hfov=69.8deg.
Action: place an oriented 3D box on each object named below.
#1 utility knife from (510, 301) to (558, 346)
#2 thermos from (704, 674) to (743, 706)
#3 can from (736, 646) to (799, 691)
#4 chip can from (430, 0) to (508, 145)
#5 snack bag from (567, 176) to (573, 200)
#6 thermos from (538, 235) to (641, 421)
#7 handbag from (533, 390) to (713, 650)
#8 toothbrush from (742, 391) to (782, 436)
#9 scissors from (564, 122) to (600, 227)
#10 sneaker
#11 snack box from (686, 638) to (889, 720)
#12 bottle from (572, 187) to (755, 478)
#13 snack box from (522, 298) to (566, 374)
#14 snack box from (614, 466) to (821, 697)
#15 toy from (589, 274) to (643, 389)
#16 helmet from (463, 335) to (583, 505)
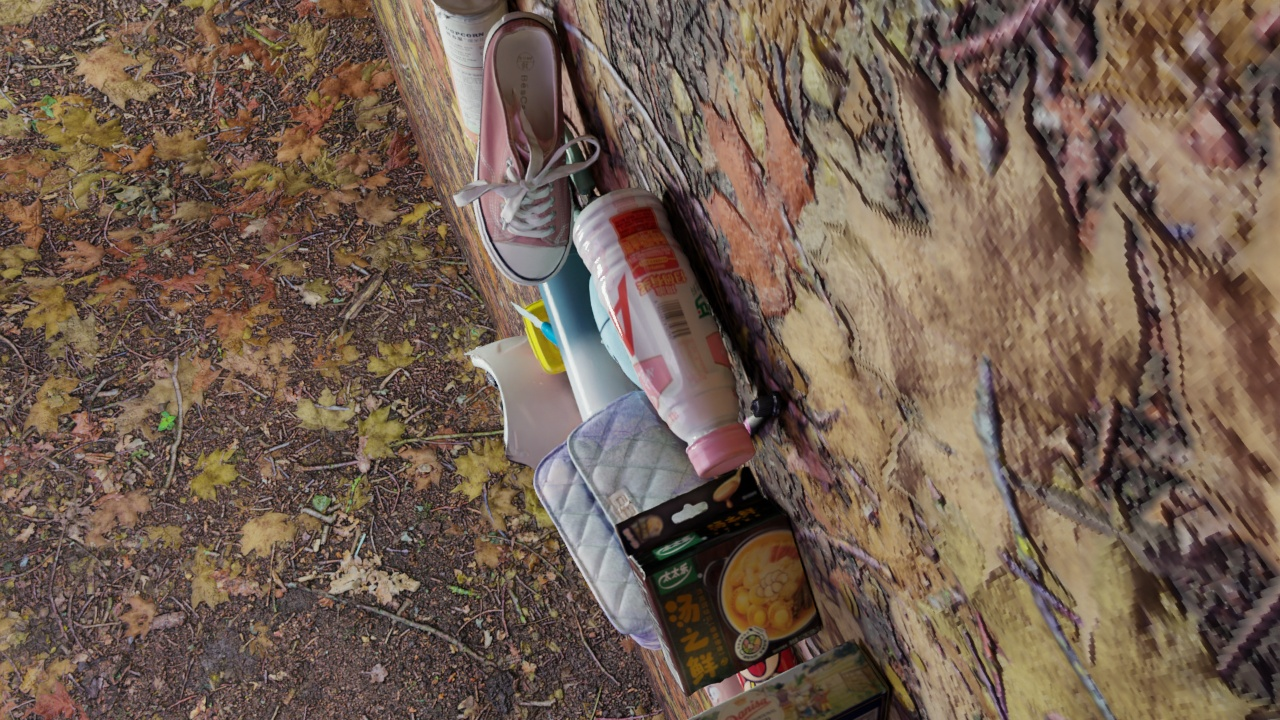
[{"bbox_3d":[-0.080,-0.018,1.046,0.205,0.018,0.034,33,160,30],"label":"utility knife"},{"bbox_3d":[0.073,0.267,0.959,0.087,0.067,0.198,-48,61,49],"label":"thermos"},{"bbox_3d":[0.097,0.236,0.785,0.053,0.053,0.132,158,90,-79],"label":"can"},{"bbox_3d":[-0.160,-0.301,0.926,0.215,0.071,0.071,96,150,-69],"label":"chip can"},{"bbox_3d":[-0.086,-0.185,0.917,0.048,0.026,0.104,-105,1,-57],"label":"snack bag"},{"bbox_3d":[-0.057,-0.034,0.906,0.070,0.070,0.220,89,161,-63],"label":"thermos"},{"bbox_3d":[0.003,0.131,0.766,0.194,0.134,0.075,52,177,33],"label":"handbag"},{"bbox_3d":[0.072,0.048,0.635,0.189,0.017,0.014,104,152,-74],"label":"toothbrush"},{"bbox_3d":[-0.048,-0.139,0.850,0.176,0.019,0.174,84,159,-54],"label":"scissors"},{"bbox_3d":[-0.096,-0.158,0.762,0.087,0.118,0.241,-101,13,-53],"label":"sneaker"},{"bbox_3d":[0.079,0.287,0.632,0.178,0.182,0.045,80,165,-46],"label":"snack box"},{"bbox_3d":[0.018,-0.019,0.607,0.068,0.068,0.196,95,153,-68],"label":"bottle"},{"bbox_3d":[-0.094,-0.035,1.135,0.080,0.082,0.091,-44,-67,-87],"label":"snack box"},{"bbox_3d":[0.057,0.159,0.667,0.053,0.113,0.126,-146,34,-70],"label":"snack box"},{"bbox_3d":[-0.009,-0.039,0.764,0.161,0.049,0.156,65,162,-9],"label":"toy"},{"bbox_3d":[-0.119,0.067,1.262,0.229,0.146,0.259,62,177,36],"label":"helmet"}]
